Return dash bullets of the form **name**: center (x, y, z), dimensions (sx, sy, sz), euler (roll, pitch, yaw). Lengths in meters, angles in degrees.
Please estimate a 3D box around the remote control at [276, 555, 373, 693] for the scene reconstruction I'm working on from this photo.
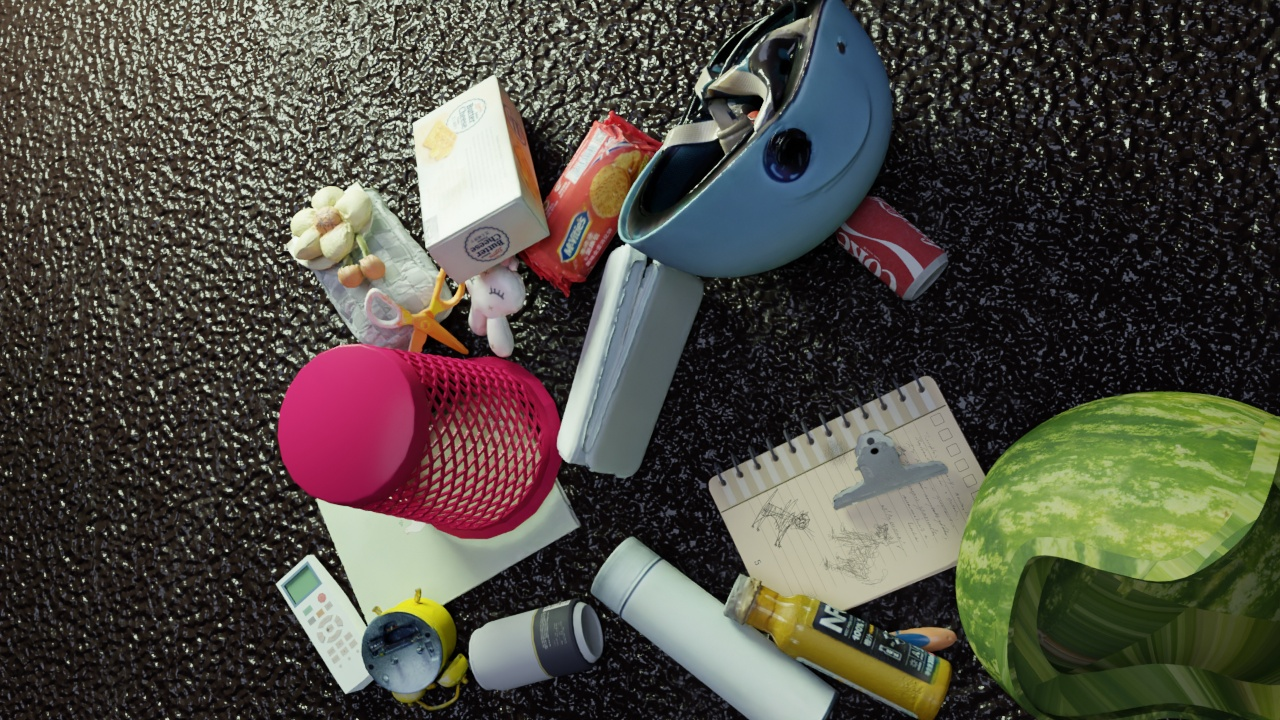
- **remote control**: center (-0.316, 0.273, 0.949), dimensions (0.049, 0.024, 0.143), euler (-42, 75, 9)

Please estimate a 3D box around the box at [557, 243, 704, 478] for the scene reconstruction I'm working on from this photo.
- **box**: center (0.001, 0.008, 0.850), dimensions (0.110, 0.107, 0.216), euler (15, 92, -9)

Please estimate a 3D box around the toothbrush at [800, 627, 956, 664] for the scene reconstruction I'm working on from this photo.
- **toothbrush**: center (0.204, 0.249, 0.795), dimensions (0.135, 0.017, 0.021), euler (-13, 83, 13)

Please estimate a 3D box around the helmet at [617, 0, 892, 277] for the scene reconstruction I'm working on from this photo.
- **helmet**: center (0.105, -0.171, 0.778), dimensions (0.167, 0.225, 0.265), euler (42, 86, -19)

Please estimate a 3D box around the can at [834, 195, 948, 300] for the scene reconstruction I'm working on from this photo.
- **can**: center (0.219, -0.102, 0.812), dimensions (0.054, 0.054, 0.096), euler (-47, 73, 7)

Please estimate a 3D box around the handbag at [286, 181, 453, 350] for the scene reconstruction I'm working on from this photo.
- **handbag**: center (-0.277, -0.094, 0.932), dimensions (0.112, 0.123, 0.171), euler (-40, 77, -3)

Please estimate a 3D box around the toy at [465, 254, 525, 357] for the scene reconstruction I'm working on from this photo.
- **toy**: center (-0.144, -0.069, 0.902), dimensions (0.076, 0.037, 0.126), euler (34, 124, 34)

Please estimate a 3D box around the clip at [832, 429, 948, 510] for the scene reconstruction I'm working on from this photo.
- **clip**: center (0.204, 0.089, 0.781), dimensions (0.102, 0.038, 0.054), euler (-22, 92, 13)

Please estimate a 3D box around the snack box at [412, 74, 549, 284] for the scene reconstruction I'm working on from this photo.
- **snack box**: center (-0.159, -0.180, 0.895), dimensions (0.104, 0.057, 0.207), euler (-27, 49, 11)

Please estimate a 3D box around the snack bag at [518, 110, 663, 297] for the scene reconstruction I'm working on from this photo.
- **snack bag**: center (-0.052, -0.154, 0.895), dimensions (0.082, 0.082, 0.176), euler (35, 94, 18)

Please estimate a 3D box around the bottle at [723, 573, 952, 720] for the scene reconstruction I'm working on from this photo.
- **bottle**: center (0.162, 0.236, 0.769), dimensions (0.186, 0.053, 0.053), euler (23, 90, 14)

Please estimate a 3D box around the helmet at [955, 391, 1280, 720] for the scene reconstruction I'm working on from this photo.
- **helmet**: center (0.351, 0.137, 0.647), dimensions (0.213, 0.242, 0.248), euler (44, 139, -14)

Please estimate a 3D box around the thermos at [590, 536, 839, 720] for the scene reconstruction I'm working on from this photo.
- **thermos**: center (0.062, 0.248, 0.812), dimensions (0.230, 0.068, 0.068), euler (35, 94, 19)

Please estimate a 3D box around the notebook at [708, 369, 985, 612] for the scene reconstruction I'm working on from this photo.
- **notebook**: center (0.186, 0.126, 0.810), dimensions (0.226, 0.024, 0.167), euler (-27, 77, 13)

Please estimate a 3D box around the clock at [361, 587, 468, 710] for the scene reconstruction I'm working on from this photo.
- **clock**: center (-0.218, 0.287, 0.895), dimensions (0.083, 0.057, 0.118), euler (-25, 90, 10)

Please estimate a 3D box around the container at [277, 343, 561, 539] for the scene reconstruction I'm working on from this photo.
- **container**: center (-0.198, 0.068, 0.821), dimensions (0.183, 0.225, 0.183), euler (-3, 79, 17)

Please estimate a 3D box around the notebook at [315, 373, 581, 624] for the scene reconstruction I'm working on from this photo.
- **notebook**: center (-0.206, 0.149, 0.938), dimensions (0.253, 0.010, 0.182), euler (-32, 75, 11)

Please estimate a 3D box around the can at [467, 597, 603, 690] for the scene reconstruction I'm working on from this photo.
- **can**: center (-0.103, 0.269, 0.862), dimensions (0.127, 0.064, 0.064), euler (-19, 78, 14)

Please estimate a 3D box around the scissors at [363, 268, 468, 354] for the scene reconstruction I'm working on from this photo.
- **scissors**: center (-0.219, -0.040, 0.903), dimensions (0.011, 0.129, 0.125), euler (50, 124, 51)
